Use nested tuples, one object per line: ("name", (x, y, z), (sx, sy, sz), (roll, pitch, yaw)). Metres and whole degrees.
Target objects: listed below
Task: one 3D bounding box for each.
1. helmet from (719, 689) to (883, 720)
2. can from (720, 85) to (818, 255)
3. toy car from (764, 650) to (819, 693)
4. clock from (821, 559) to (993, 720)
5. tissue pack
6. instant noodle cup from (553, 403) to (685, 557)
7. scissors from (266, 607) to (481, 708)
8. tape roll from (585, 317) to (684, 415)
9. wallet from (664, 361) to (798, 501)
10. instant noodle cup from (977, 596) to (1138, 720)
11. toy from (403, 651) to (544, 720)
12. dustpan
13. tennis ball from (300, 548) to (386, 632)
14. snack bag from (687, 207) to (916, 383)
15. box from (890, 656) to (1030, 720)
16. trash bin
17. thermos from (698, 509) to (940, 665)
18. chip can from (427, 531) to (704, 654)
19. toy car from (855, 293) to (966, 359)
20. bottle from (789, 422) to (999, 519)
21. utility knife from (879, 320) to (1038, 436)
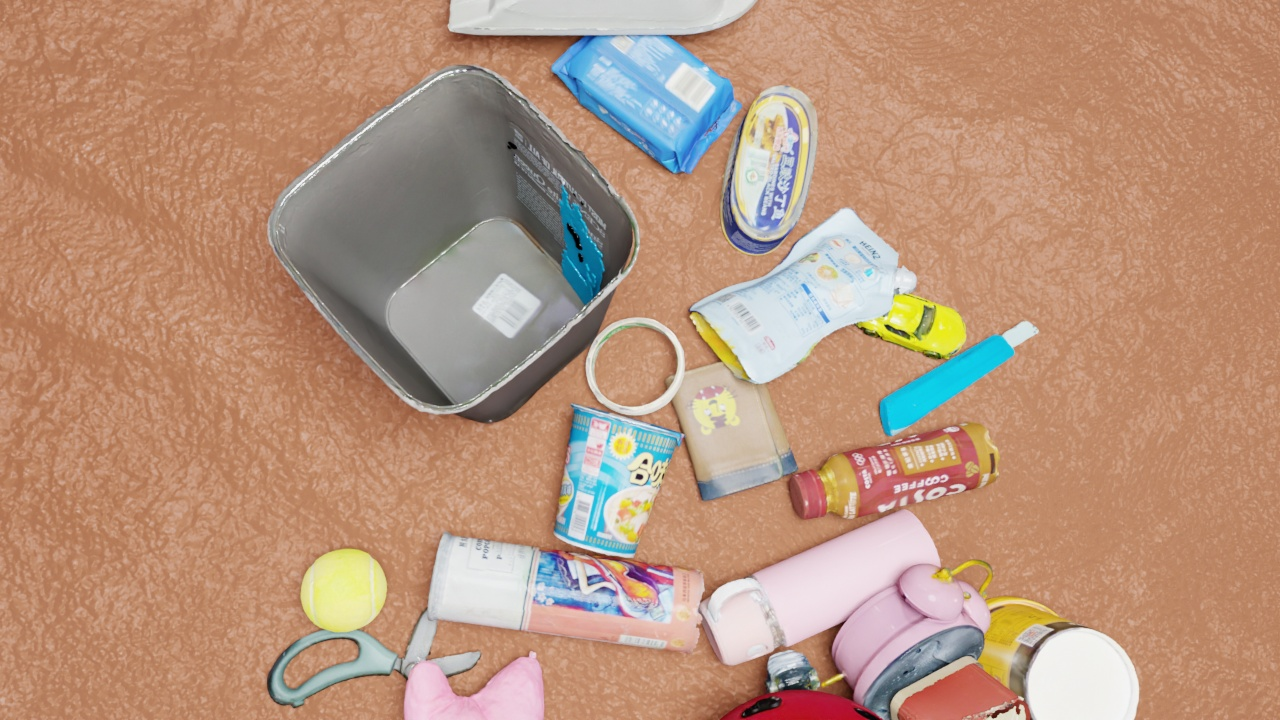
("helmet", (0.119, 0.339, 0.691), (0.207, 0.143, 0.240), (4, 106, 2))
("can", (0.116, -0.171, 0.828), (0.074, 0.049, 0.148), (13, 80, -4))
("toy car", (0.124, 0.279, 0.757), (0.043, 0.034, 0.091), (-16, 118, -8))
("clock", (0.225, 0.221, 0.739), (0.159, 0.060, 0.117), (-48, 133, 12))
("tissue pack", (0.006, -0.244, 0.827), (0.157, 0.052, 0.095), (37, 78, 1))
("instant noodle cup", (-0.024, 0.100, 0.756), (0.099, 0.099, 0.110), (16, 87, -3))
("scissors", (-0.222, 0.277, 0.744), (0.179, 0.019, 0.170), (13, 82, -3))
("tape roll", (-0.005, 0.005, 0.795), (0.086, 0.014, 0.085), (-3, 74, 11))
("wallet", (0.079, 0.057, 0.801), (0.090, 0.033, 0.115), (-17, 80, -7))
("instant noodle cup", (0.330, 0.259, 0.753), (0.118, 0.114, 0.118), (1, 81, -5))
("toy", (-0.116, 0.316, 0.718), (0.194, 0.075, 0.178), (38, 62, -17))
("dustpan", (-0.022, -0.375, 0.835), (0.258, 0.142, 0.222), (-13, 63, 20))
("tennis ball", (-0.237, 0.183, 0.733), (0.065, 0.065, 0.065), (1, 81, -6))
("snack bag", (0.145, -0.058, 0.806), (0.190, 0.039, 0.110), (-30, 51, -15))
("box", (0.258, 0.330, 0.715), (0.091, 0.077, 0.168), (-21, 114, -17))
("trash bin", (-0.123, -0.062, 0.696), (0.198, 0.220, 0.199), (-42, 82, -9))
("thermos", (0.146, 0.184, 0.763), (0.198, 0.087, 0.067), (-19, 42, -9))
("chip can", (-0.059, 0.190, 0.747), (0.214, 0.071, 0.071), (10, 81, -5))
("toy car", (0.247, -0.037, 0.830), (0.105, 0.032, 0.048), (20, 80, -4))
("bottle", (0.218, 0.099, 0.794), (0.175, 0.057, 0.057), (-13, 83, -7))
("utility knife", (0.292, 0.011, 0.835), (0.178, 0.018, 0.034), (-30, 100, -10))
